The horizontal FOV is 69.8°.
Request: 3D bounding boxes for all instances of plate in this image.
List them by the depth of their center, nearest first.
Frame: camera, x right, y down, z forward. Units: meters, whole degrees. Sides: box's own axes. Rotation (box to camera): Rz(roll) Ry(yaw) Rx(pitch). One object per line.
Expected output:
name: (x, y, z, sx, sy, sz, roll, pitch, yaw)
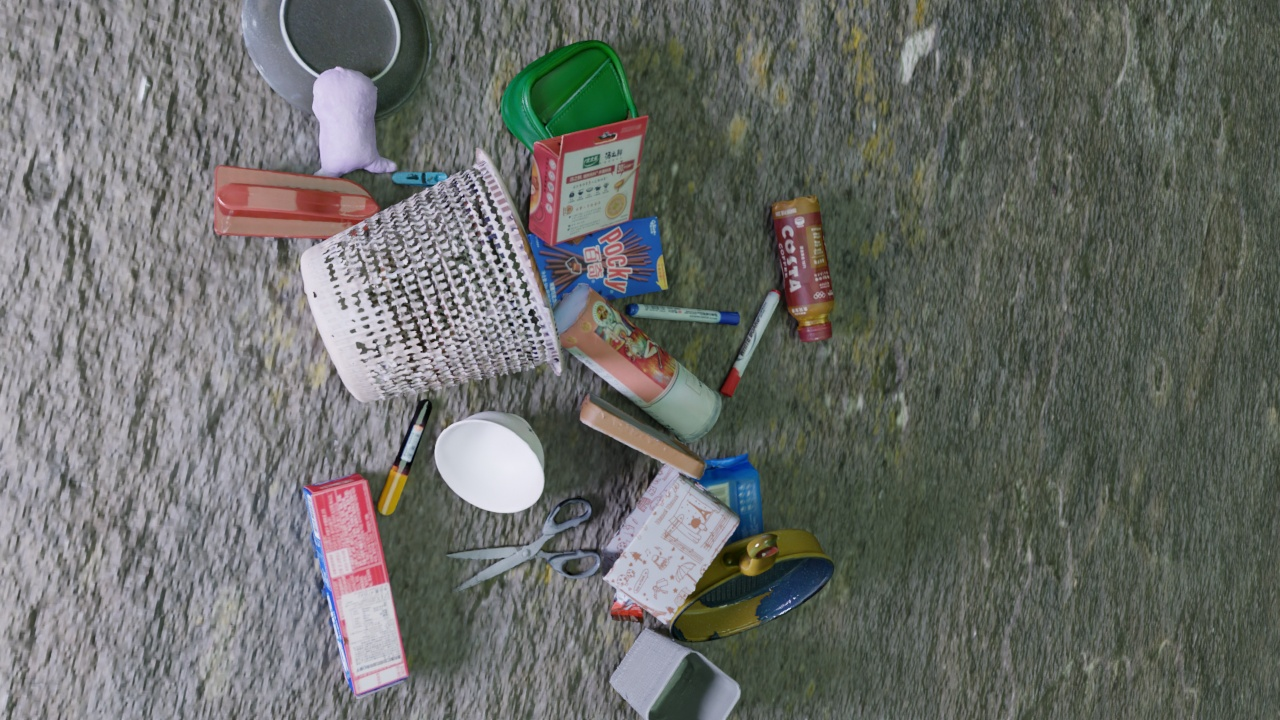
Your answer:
plate: (-0.292, -0.322, 0.895, 0.179, 0.024, 0.179, -1, 92, -25)

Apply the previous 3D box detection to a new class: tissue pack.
tissue pack: (0.095, 0.192, 1.083, 0.094, 0.052, 0.157, -7, 94, -24)

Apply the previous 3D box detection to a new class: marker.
marker: (-0.240, 0.098, 0.939, 0.018, 0.015, 0.123, 24, 78, -26)
marker: (0.051, -0.054, 1.075, 0.145, 0.017, 0.017, 3, 90, -26)
marker: (0.135, -0.022, 1.116, 0.017, 0.017, 0.145, 32, 78, -23)

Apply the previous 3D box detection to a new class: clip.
clip: (-0.225, -0.185, 0.935, 0.056, 0.049, 0.015, 1, 92, -20)

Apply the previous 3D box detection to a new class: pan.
pan: (0.117, 0.226, 0.957, 0.197, 0.358, 0.078, -21, 57, -5)

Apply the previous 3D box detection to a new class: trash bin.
trash bin: (-0.197, -0.061, 0.858, 0.192, 0.227, 0.227, -21, 101, -10)

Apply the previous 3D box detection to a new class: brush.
brush: (-0.320, -0.145, 0.862, 0.145, 0.069, 0.063, 1, 92, -26)

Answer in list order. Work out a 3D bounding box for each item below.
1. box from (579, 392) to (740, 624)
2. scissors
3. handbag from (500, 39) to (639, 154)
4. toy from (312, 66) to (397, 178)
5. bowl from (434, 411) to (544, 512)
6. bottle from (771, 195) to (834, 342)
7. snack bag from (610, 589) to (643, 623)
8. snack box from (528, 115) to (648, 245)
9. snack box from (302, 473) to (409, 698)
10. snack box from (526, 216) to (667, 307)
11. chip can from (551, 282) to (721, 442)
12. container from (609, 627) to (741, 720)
box: (-0.013, 0.138, 0.947, 0.193, 0.183, 0.157, 34, 87, -1)
scissors: (-0.117, 0.209, 1.002, 0.170, 0.014, 0.159, 38, 75, -21)
handbag: (-0.075, -0.270, 0.985, 0.131, 0.068, 0.120, -40, 116, -21)
toy: (-0.280, -0.228, 0.887, 0.083, 0.039, 0.108, -14, 118, -28)
bowl: (-0.145, 0.092, 0.949, 0.118, 0.119, 0.064, 52, 32, -18)
bottle: (0.202, -0.111, 1.123, 0.057, 0.057, 0.175, -14, 98, -25)
snack bag: (-0.009, 0.246, 1.049, 0.048, 0.026, 0.104, 14, 85, -34)
snack box: (-0.056, -0.196, 0.957, 0.113, 0.044, 0.127, -23, 139, -35)
snack box: (-0.280, 0.219, 0.899, 0.058, 0.057, 0.207, -13, 97, -28)
snack box: (-0.047, -0.108, 1.019, 0.157, 0.026, 0.084, -12, 97, -25)
chip can: (-0.006, 0.006, 1.004, 0.214, 0.071, 0.071, 39, 75, -29)
container: (0.034, 0.363, 1.024, 0.090, 0.114, 0.090, 43, 74, -20)
